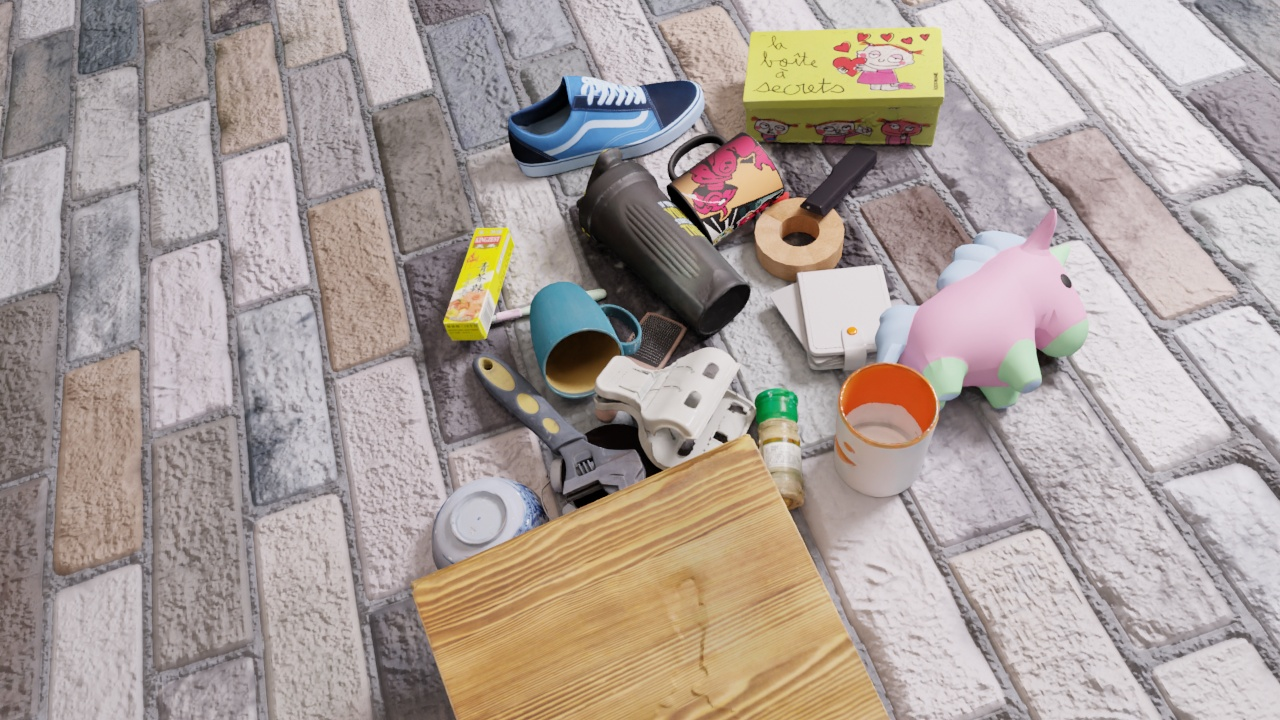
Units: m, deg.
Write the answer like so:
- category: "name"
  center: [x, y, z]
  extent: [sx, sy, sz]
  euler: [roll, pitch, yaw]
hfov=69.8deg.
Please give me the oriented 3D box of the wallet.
- category: "wallet"
  center: [0.191, -0.043, 0.920]
  extent: [0.115, 0.037, 0.118]
  euler: [-5, 54, 5]

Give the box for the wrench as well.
- category: "wrench"
  center: [-0.087, 0.061, 0.872]
  extent: [0.073, 0.022, 0.273]
  euler: [-40, 47, -13]

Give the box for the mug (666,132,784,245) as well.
- category: "mug"
  center: [0.081, -0.196, 0.995]
  extent: [0.098, 0.082, 0.118]
  euler: [-36, 65, -2]

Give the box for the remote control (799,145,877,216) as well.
- category: "remote control"
  center: [0.219, -0.199, 1.005]
  extent: [0.032, 0.015, 0.136]
  euler: [26, 49, 23]

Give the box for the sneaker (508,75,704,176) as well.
- category: "sneaker"
  center: [-0.040, -0.294, 1.077]
  extent: [0.241, 0.098, 0.083]
  euler: [-19, 57, -3]

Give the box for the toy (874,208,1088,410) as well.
- category: "toy"
  center: [0.313, -0.042, 0.857]
  extent: [0.222, 0.120, 0.171]
  euler: [-5, 69, -6]

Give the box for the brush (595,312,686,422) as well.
- category: "brush"
  center: [-0.005, 0.005, 0.933]
  extent: [0.050, 0.015, 0.135]
  euler: [23, 64, 22]

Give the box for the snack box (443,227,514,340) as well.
- category: "snack box"
  center: [-0.174, -0.085, 0.995]
  extent: [0.040, 0.029, 0.147]
  euler: [-1, 50, 12]

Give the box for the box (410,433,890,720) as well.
- category: "box"
  center: [0.012, 0.238, 0.714]
  extent: [0.279, 0.192, 0.251]
  euler: [-23, 72, -6]

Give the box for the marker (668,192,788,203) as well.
- category: "marker"
  center: [0.096, -0.182, 1.037]
  extent: [0.142, 0.013, 0.012]
  euler: [0, 58, 9]

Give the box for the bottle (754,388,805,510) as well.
- category: "bottle"
  center: [0.129, 0.081, 0.848]
  extent: [0.043, 0.043, 0.110]
  euler: [-3, 58, 7]

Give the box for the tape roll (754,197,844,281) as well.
- category: "tape roll"
  center: [0.170, -0.130, 0.984]
  extent: [0.094, 0.027, 0.093]
  euler: [-4, 57, 6]

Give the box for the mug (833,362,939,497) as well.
- category: "mug"
  center: [0.213, 0.063, 0.808]
  extent: [0.082, 0.105, 0.082]
  euler: [-4, 57, 6]

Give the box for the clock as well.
- category: "clock"
  center: [-0.034, 0.113, 0.857]
  extent: [0.122, 0.035, 0.094]
  euler: [-23, 57, -5]

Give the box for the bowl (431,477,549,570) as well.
- category: "bowl"
  center: [-0.143, 0.153, 0.842]
  extent: [0.114, 0.045, 0.114]
  euler: [-4, 57, 6]

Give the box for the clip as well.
- category: "clip"
  center: [0.033, 0.031, 0.848]
  extent: [0.152, 0.102, 0.126]
  euler: [32, 40, 5]

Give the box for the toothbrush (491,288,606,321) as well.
- category: "toothbrush"
  center: [-0.112, -0.054, 0.987]
  extent: [0.155, 0.015, 0.022]
  euler: [-14, 26, -1]

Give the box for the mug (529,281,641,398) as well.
- category: "mug"
  center: [-0.056, -0.028, 0.925]
  extent: [0.112, 0.085, 0.104]
  euler: [-7, 39, -17]

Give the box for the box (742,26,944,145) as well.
- category: "box"
  center: [0.232, -0.318, 1.064]
  extent: [0.221, 0.079, 0.124]
  euler: [6, 59, 11]

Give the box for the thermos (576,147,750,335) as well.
- category: "thermos"
  center: [0.018, -0.123, 0.969]
  extent: [0.098, 0.098, 0.221]
  euler: [-36, 65, -14]
